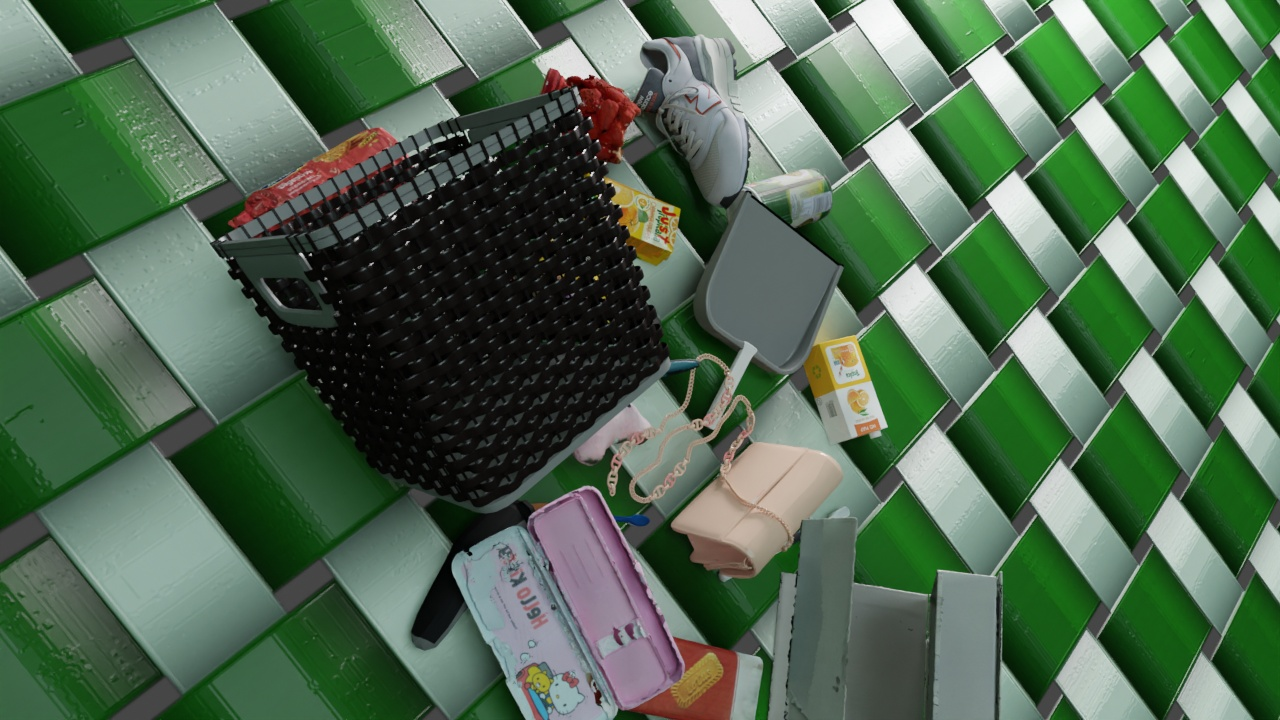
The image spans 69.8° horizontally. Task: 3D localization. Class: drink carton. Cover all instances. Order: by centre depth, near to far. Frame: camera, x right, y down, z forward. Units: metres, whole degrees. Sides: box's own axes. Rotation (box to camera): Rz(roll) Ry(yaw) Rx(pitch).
[{"bbox_3d":[-0.016,-0.156,1.022,0.122,0.041,0.058,20,66,-21],"label":"drink carton"},{"bbox_3d":[0.241,0.038,1.088,0.058,0.040,0.122,-12,79,-29],"label":"drink carton"}]

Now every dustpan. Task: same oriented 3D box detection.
[{"bbox_3d":[0.128,-0.040,1.040,0.163,0.033,0.257,32,81,-26],"label":"dustpan"}]

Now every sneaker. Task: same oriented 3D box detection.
[{"bbox_3d":[0.051,-0.291,1.081,0.124,0.089,0.239,8,62,-20],"label":"sneaker"}]

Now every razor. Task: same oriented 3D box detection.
[{"bbox_3d":[-0.155,0.192,0.834,0.155,0.057,0.060,-47,129,-31],"label":"razor"}]

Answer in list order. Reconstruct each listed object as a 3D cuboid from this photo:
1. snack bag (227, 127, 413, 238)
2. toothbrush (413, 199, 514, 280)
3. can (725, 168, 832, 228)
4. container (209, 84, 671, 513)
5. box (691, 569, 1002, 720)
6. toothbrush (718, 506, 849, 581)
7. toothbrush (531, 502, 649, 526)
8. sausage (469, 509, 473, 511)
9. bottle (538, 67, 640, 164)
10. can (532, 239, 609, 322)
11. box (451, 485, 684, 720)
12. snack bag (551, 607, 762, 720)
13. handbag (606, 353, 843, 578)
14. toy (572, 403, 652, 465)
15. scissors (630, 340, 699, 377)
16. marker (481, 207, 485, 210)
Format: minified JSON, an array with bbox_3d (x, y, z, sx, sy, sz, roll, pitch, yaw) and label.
[{"bbox_3d":[-0.289,-0.153,0.862,0.176,0.082,0.082,-42,95,-31],"label":"snack bag"},{"bbox_3d":[-0.183,-0.123,0.943,0.135,0.016,0.021,41,60,-7],"label":"toothbrush"},{"bbox_3d":[0.167,-0.189,1.110,0.120,0.067,0.067,-20,84,-31],"label":"can"},{"bbox_3d":[-0.153,-0.050,0.768,0.244,0.248,0.244,-39,118,-31],"label":"container"},{"bbox_3d":[0.217,0.325,0.991,0.164,0.448,0.166,24,64,-30],"label":"box"},{"bbox_3d":[0.160,0.201,1.011,0.186,0.017,0.012,-20,80,-29],"label":"toothbrush"},{"bbox_3d":[-0.055,0.156,0.917,0.135,0.017,0.021,9,66,-22],"label":"toothbrush"},{"bbox_3d":[-0.133,0.078,0.899,0.020,0.020,0.155,29,63,-16],"label":"sausage"},{"bbox_3d":[-0.061,-0.265,1.010,0.111,0.099,0.098,18,66,-8],"label":"bottle"},{"bbox_3d":[-0.070,-0.075,0.953,0.105,0.068,0.067,31,62,-14],"label":"can"},{"bbox_3d":[-0.063,0.230,0.825,0.153,0.041,0.201,-26,92,-14],"label":"box"},{"bbox_3d":[0.014,0.302,0.888,0.225,0.041,0.077,20,68,-21],"label":"snack bag"},{"bbox_3d":[0.090,0.111,0.920,0.198,0.117,0.187,-39,111,-30],"label":"handbag"},{"bbox_3d":[-0.044,0.054,0.934,0.098,0.053,0.096,-19,70,-40],"label":"toy"},{"bbox_3d":[-0.006,0.006,0.950,0.118,0.019,0.147,16,35,20],"label":"scissors"},{"bbox_3d":[-0.165,-0.152,0.950,0.022,0.016,0.138,23,53,-39],"label":"marker"}]
